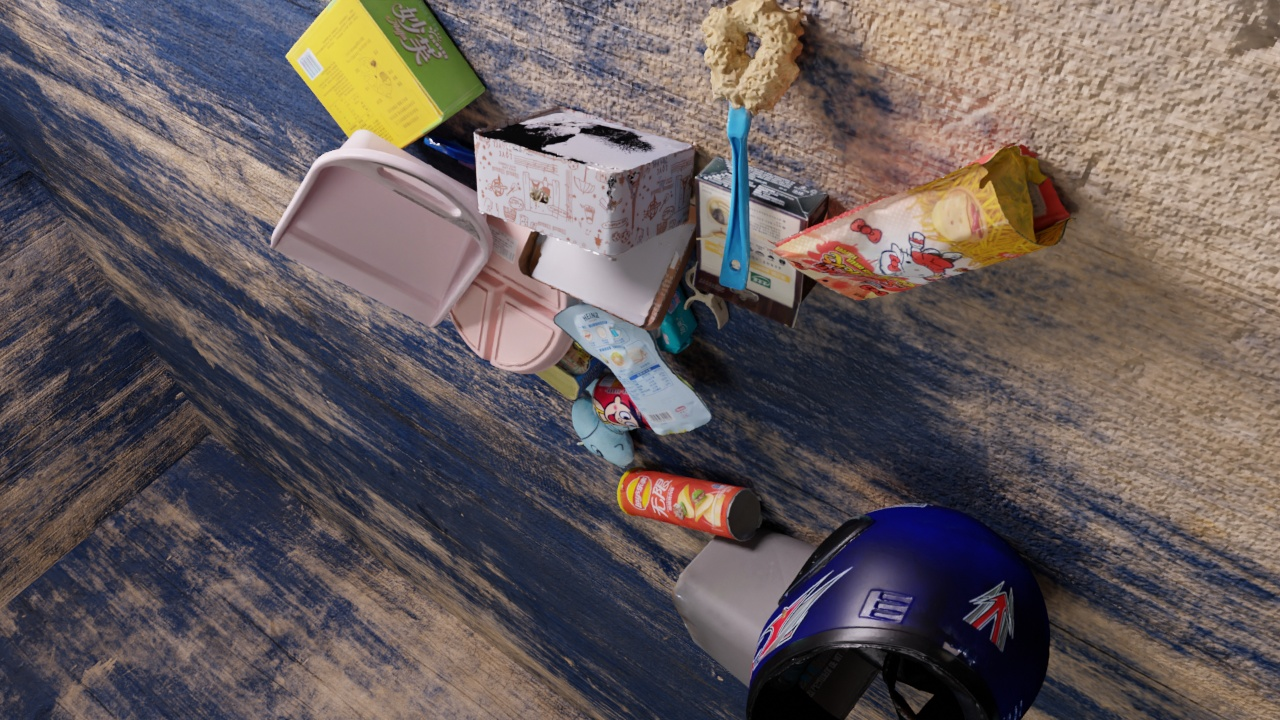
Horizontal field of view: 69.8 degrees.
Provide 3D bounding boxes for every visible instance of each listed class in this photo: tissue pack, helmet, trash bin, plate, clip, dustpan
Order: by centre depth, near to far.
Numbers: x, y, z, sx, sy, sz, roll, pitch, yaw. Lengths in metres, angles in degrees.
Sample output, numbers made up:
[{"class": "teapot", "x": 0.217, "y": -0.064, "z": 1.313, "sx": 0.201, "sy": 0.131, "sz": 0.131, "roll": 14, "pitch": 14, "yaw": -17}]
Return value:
[{"class": "clip", "x": 0.070, "y": -0.073, "z": 0.943, "sx": 0.071, "sy": 0.034, "sz": 0.100, "roll": 31, "pitch": 153, "yaw": 17}, {"class": "helmet", "x": 0.263, "y": 0.283, "z": 0.946, "sx": 0.247, "sy": 0.239, "sz": 0.317, "roll": 41, "pitch": 133, "yaw": 1}, {"class": "tissue pack", "x": 0.000, "y": -0.073, "z": 1.006, "sx": 0.093, "sy": 0.050, "sz": 0.133, "roll": 10, "pitch": 138, "yaw": 44}, {"class": "dustpan", "x": -0.287, "y": -0.133, "z": 1.020, "sx": 0.222, "sy": 0.138, "sz": 0.274, "roll": 25, "pitch": 123, "yaw": -19}, {"class": "plate", "x": -0.164, "y": -0.092, "z": 1.102, "sx": 0.230, "sy": 0.028, "sz": 0.230, "roll": 13, "pitch": 112, "yaw": 36}, {"class": "trash bin", "x": 0.181, "y": 0.335, "z": 1.191, "sx": 0.220, "sy": 0.198, "sz": 0.199, "roll": 20, "pitch": 144, "yaw": 45}]

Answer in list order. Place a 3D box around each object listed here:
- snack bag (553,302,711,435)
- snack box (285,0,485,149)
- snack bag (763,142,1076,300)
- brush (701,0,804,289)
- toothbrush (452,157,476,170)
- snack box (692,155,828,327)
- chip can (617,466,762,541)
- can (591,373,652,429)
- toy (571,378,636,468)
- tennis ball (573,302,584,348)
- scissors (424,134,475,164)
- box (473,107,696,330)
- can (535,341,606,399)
[{"class": "snack bag", "x": -0.006, "y": 0.006, "z": 1.030, "sx": 0.110, "sy": 0.038, "sz": 0.191, "roll": -6, "pitch": 129, "yaw": 51}, {"class": "snack box", "x": -0.284, "y": -0.316, "z": 1.008, "sx": 0.211, "sy": 0.069, "sz": 0.158, "roll": -7, "pitch": 124, "yaw": 53}, {"class": "snack bag", "x": 0.208, "y": -0.094, "z": 0.704, "sx": 0.128, "sy": 0.073, "sz": 0.208, "roll": 17, "pitch": 159, "yaw": -29}, {"class": "brush", "x": 0.084, "y": -0.170, "z": 0.742, "sx": 0.083, "sy": 0.045, "sz": 0.255, "roll": 17, "pitch": 130, "yaw": 21}, {"class": "toothbrush", "x": -0.153, "y": -0.203, "z": 1.055, "sx": 0.189, "sy": 0.016, "sz": 0.014, "roll": 28, "pitch": 137, "yaw": 26}, {"class": "snack box", "x": 0.105, "y": -0.108, "z": 0.833, "sx": 0.113, "sy": 0.053, "sz": 0.126, "roll": 26, "pitch": 147, "yaw": 25}, {"class": "chip can", "x": 0.063, "y": 0.194, "z": 1.253, "sx": 0.217, "sy": 0.073, "sz": 0.073, "roll": 5, "pitch": 133, "yaw": 48}, {"class": "can", "x": -0.006, "y": 0.051, "z": 1.150, "sx": 0.094, "sy": 0.066, "sz": 0.066, "roll": 3, "pitch": 132, "yaw": 39}, {"class": "toy", "x": -0.051, "y": 0.086, "z": 1.274, "sx": 0.157, "sy": 0.049, "sz": 0.161, "roll": -18, "pitch": 114, "yaw": 52}, {"class": "tennis ball", "x": -0.054, "y": -0.042, "z": 1.093, "sx": 0.065, "sy": 0.065, "sz": 0.066, "roll": 30, "pitch": 148, "yaw": 21}, {"class": "scissors", "x": -0.159, "y": -0.211, "z": 0.998, "sx": 0.165, "sy": 0.156, "sz": 0.012, "roll": 40, "pitch": 112, "yaw": 43}, {"class": "box", "x": -0.051, "y": -0.129, "z": 0.888, "sx": 0.183, "sy": 0.154, "sz": 0.188, "roll": 23, "pitch": 124, "yaw": 30}, {"class": "can", "x": -0.091, "y": -0.012, "z": 1.159, "sx": 0.102, "sy": 0.083, "sz": 0.057, "roll": 35, "pitch": 150, "yaw": 12}]
